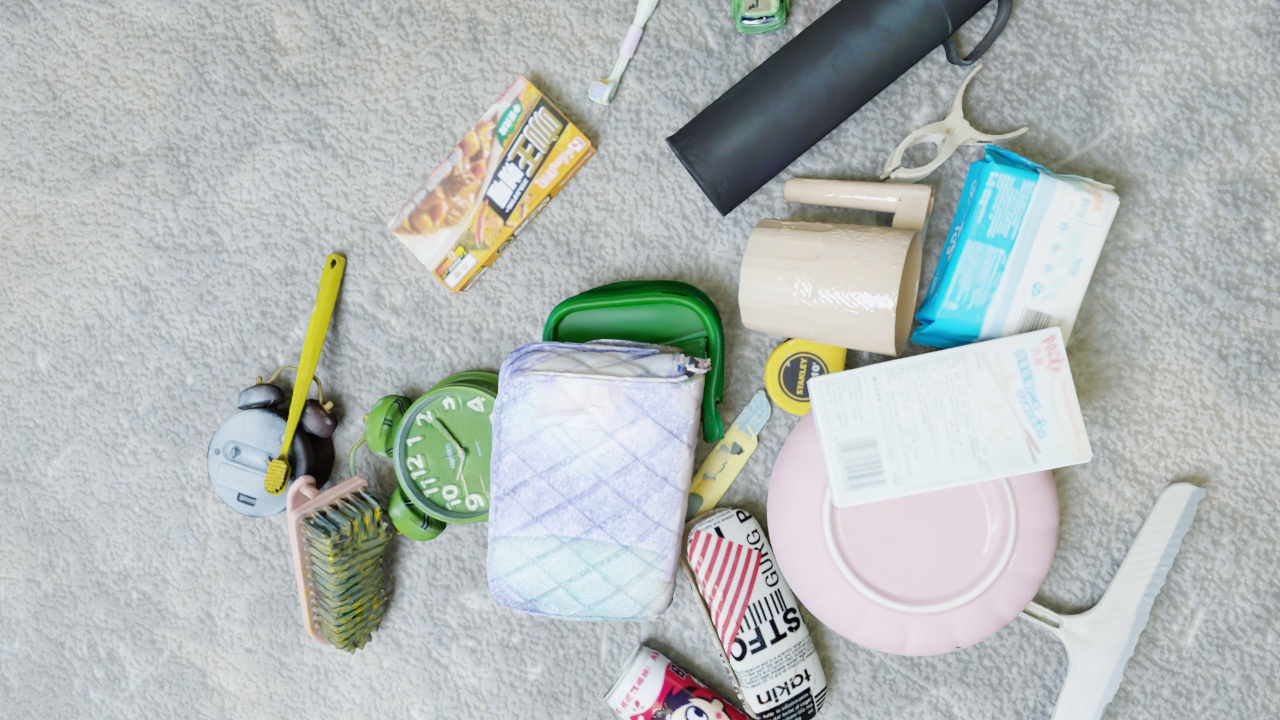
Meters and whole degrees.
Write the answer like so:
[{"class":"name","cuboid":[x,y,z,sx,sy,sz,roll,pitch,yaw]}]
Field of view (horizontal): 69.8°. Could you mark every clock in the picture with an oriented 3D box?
[{"class":"clock","cuboid":[-0.280,0.064,0.709,0.082,0.055,0.122,17,95,9]},{"class":"clock","cuboid":[-0.142,0.071,0.687,0.161,0.056,0.116,-17,90,10]}]

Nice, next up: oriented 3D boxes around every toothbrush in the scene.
[{"class":"toothbrush","cuboid":[0.010,-0.275,0.662,0.020,0.029,0.189,22,97,-35]},{"class":"toothbrush","cuboid":[-0.250,0.007,0.685,0.015,0.017,0.189,12,71,-9]}]

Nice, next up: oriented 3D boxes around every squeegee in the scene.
[{"class":"squeegee","cuboid":[0.216,0.149,0.641,0.246,0.039,0.246,24,91,9]}]

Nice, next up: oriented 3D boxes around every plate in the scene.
[{"class":"plate","cuboid":[0.181,0.102,0.608,0.192,0.039,0.192,0,87,8]}]

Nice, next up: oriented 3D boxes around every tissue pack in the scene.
[{"class":"tissue pack","cuboid":[0.246,-0.065,0.612,0.090,0.063,0.140,18,98,4]}]

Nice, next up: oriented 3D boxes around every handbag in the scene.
[{"class":"handbag","cuboid":[-0.032,0.080,0.615,0.134,0.075,0.194,5,117,-4]},{"class":"handbag","cuboid":[-0.004,0.004,0.660,0.131,0.068,0.120,-4,101,8]}]

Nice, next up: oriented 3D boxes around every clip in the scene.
[{"class":"clip","cuboid":[0.207,-0.155,0.630,0.097,0.034,0.060,-34,86,4]}]

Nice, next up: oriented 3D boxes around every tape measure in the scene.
[{"class":"tape measure","cuboid":[0.117,0.010,0.654,0.057,0.029,0.060,7,94,3]}]

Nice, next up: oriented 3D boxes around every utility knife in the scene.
[{"class":"utility knife","cuboid":[0.044,0.098,0.682,0.031,0.019,0.178,35,93,0]}]

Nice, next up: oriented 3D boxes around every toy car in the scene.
[{"class":"toy car","cuboid":[0.083,-0.277,0.643,0.043,0.036,0.091,-3,89,11]}]

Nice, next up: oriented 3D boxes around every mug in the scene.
[{"class":"mug","cuboid":[0.133,-0.069,0.618,0.104,0.084,0.124,10,70,24]}]

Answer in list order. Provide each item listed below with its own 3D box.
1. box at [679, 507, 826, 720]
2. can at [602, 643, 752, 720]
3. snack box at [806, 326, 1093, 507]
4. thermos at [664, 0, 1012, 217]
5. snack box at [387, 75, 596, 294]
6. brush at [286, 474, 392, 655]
[{"class":"box","cuboid":[0.080,0.184,0.668,0.074,0.077,0.163,-25,89,-18]},{"class":"can","cuboid":[0.040,0.265,0.668,0.133,0.053,0.053,35,98,6]},{"class":"snack box","cuboid":[0.190,0.036,0.576,0.157,0.027,0.084,-12,85,7]},{"class":"thermos","cuboid":[0.139,-0.190,0.624,0.243,0.068,0.090,-36,109,9]},{"class":"snack box","cuboid":[-0.111,-0.129,0.686,0.075,0.026,0.154,45,99,4]},{"class":"brush","cuboid":[-0.230,0.156,0.689,0.073,0.063,0.146,25,126,27]}]
